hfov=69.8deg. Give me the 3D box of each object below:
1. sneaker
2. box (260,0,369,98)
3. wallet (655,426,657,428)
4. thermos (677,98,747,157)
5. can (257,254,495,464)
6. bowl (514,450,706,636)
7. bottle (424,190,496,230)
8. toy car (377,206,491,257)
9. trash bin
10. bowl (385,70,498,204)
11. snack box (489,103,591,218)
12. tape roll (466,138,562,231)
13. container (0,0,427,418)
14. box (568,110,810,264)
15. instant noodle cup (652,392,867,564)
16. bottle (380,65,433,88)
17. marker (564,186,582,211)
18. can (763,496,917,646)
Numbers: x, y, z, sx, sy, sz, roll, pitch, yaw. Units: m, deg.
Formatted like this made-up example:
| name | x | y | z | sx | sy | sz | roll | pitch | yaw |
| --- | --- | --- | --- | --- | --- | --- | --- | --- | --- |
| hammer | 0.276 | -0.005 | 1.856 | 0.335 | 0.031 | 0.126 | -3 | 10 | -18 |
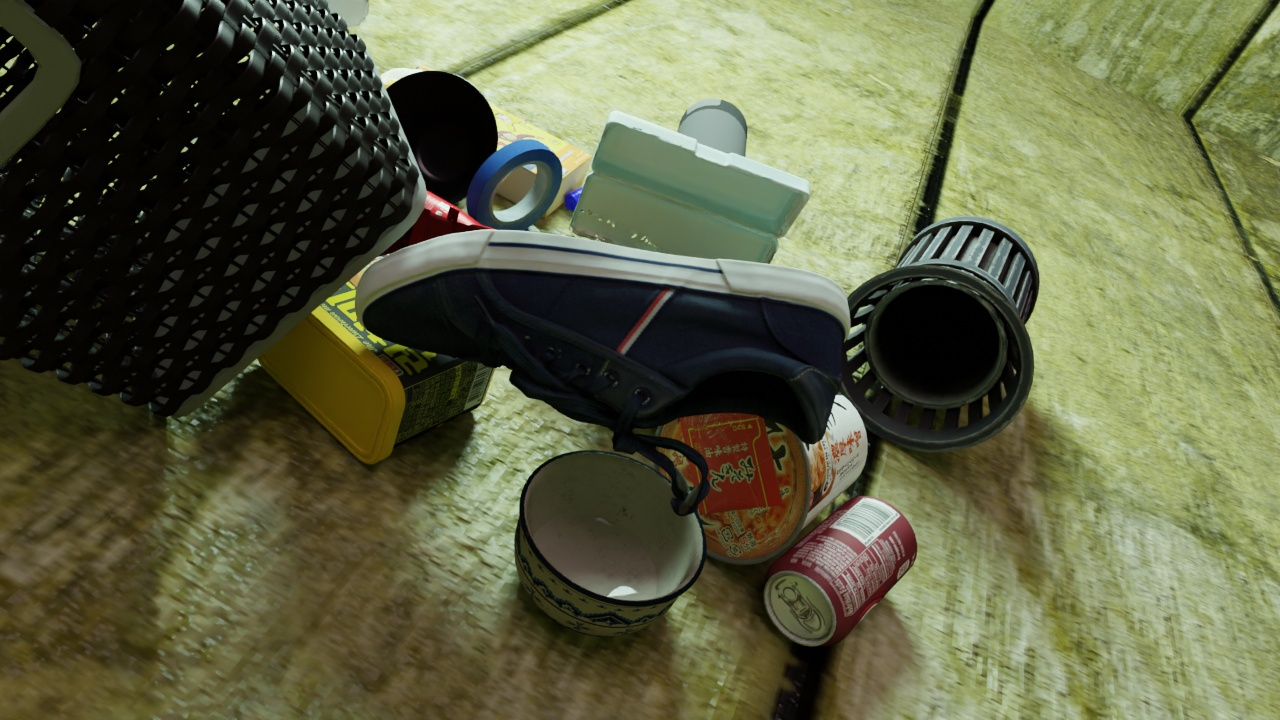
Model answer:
| name | x | y | z | sx | sy | sz | roll | pitch | yaw |
| --- | --- | --- | --- | --- | --- | --- | --- | --- | --- |
| sneaker | -0.028 | 0.008 | 0.536 | 0.294 | 0.121 | 0.127 | 7 | 64 | 3 |
| box | -0.292 | -0.275 | 0.823 | 0.081 | 0.161 | 0.091 | 18 | 25 | -16 |
| wallet | -0.004 | 0.004 | 0.738 | 0.120 | 0.031 | 0.099 | 25 | 39 | 0 |
| thermos | 0.072 | -0.205 | 0.998 | 0.082 | 0.082 | 0.239 | 20 | 36 | -5 |
| can | -0.177 | -0.007 | 0.621 | 0.131 | 0.073 | 0.100 | 38 | 36 | 19 |
| bowl | -0.024 | 0.117 | 0.557 | 0.115 | 0.059 | 0.115 | 15 | 37 | -12 |
| bottle | -0.171 | -0.115 | 0.783 | 0.141 | 0.042 | 0.041 | 30 | 37 | 10 |
| toy car | -0.184 | -0.091 | 0.709 | 0.169 | 0.070 | 0.062 | 15 | 0 | -12 |
| trash bin | 0.285 | -0.040 | 0.849 | 0.164 | 0.165 | 0.226 | 33 | 33 | 12 |
| bowl | -0.187 | -0.199 | 0.851 | 0.124 | 0.124 | 0.052 | 27 | 2 | 4 |
| snack box | -0.126 | -0.203 | 0.920 | 0.126 | 0.040 | 0.088 | 28 | 36 | 6 |
| tape roll | -0.112 | -0.153 | 0.821 | 0.091 | 0.093 | 0.016 | -13 | 50 | -47 |
| container | -0.301 | -0.147 | 0.514 | 0.243 | 0.247 | 0.245 | 41 | 15 | -49 |
| box | 0.044 | -0.147 | 0.862 | 0.197 | 0.136 | 0.043 | 18 | 42 | -8 |
| instant noodle cup | 0.094 | 0.067 | 0.649 | 0.123 | 0.124 | 0.121 | 44 | 32 | 26 |
| bottle | -0.234 | -0.261 | 0.915 | 0.063 | 0.063 | 0.108 | 22 | 36 | -3 |
| marker | -0.023 | -0.189 | 0.952 | 0.020 | 0.020 | 0.141 | 39 | 51 | 20 |
| can | 0.134 | 0.139 | 0.614 | 0.063 | 0.063 | 0.113 | 41 | 39 | 22 |
